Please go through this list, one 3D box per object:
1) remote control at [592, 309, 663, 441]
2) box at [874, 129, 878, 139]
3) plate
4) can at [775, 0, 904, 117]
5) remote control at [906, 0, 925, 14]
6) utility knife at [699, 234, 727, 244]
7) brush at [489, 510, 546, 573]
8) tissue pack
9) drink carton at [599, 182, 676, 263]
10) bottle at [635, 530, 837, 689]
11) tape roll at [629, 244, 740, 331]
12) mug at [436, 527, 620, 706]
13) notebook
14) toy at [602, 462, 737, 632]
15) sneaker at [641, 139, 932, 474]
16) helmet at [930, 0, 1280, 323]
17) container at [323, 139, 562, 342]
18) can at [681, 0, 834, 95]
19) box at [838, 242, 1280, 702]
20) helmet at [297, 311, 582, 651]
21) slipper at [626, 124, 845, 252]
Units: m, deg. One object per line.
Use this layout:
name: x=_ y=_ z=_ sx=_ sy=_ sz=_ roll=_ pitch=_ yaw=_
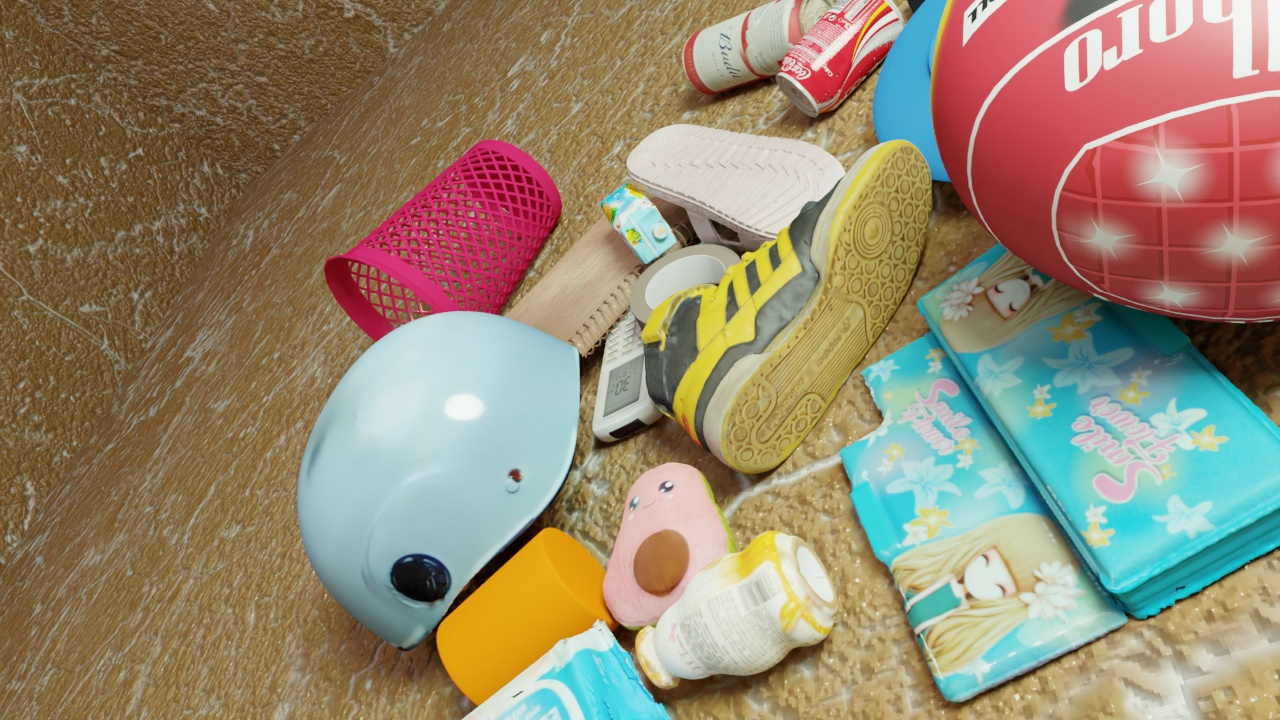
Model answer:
remote control: x=-0.004 y=0.004 z=0.748 sx=0.060 sy=0.025 sz=0.138 roll=-27 pitch=36 yaw=30
box: x=0.266 y=-0.194 z=0.637 sx=0.210 sy=0.044 sz=0.065 roll=-22 pitch=27 yaw=37
plate: x=0.248 y=-0.217 z=0.599 sx=0.225 sy=0.024 sz=0.223 roll=-28 pitch=45 yaw=31
can: x=0.173 y=-0.268 z=0.798 sx=0.105 sy=0.064 sz=0.064 roll=-45 pitch=31 yaw=4
remote control: x=0.253 y=-0.280 z=0.756 sx=0.041 sy=0.020 sz=0.151 roll=-31 pitch=36 yaw=25
utility knife: x=0.029 y=-0.068 z=0.801 sx=0.120 sy=0.015 sz=0.022 roll=-40 pitch=64 yaw=15
brush: x=-0.095 y=0.137 z=0.719 sx=0.048 sy=0.017 sz=0.126 roll=-37 pitch=33 yaw=18
tissue pack: x=-0.051 y=0.220 z=0.508 sx=0.144 sy=0.061 sz=0.093 roll=-42 pitch=51 yaw=8
drink carton: x=-0.004 y=-0.121 z=0.800 sx=0.038 sy=0.044 sz=0.129 roll=-36 pitch=23 yaw=4
bottle: x=0.049 y=0.139 z=0.494 sx=0.109 sy=0.063 sz=0.063 roll=-34 pitch=33 yaw=21
tape roll: x=0.040 y=-0.050 z=0.724 sx=0.094 sy=0.030 sz=0.093 roll=-16 pitch=41 yaw=15
mug: x=-0.061 y=0.181 z=0.586 sx=0.096 sy=0.077 sz=0.112 roll=-43 pitch=59 yaw=8
notebook: x=-0.035 y=-0.081 z=0.852 sx=0.210 sy=0.022 sz=0.169 roll=-49 pitch=28 yaw=-23
toy: x=0.017 y=0.113 z=0.575 sx=0.090 sy=0.051 sz=0.109 roll=-33 pitch=33 yaw=22
sneaker: x=0.093 y=-0.045 z=0.620 sx=0.238 sy=0.086 sz=0.122 roll=-56 pitch=36 yaw=-7
helmet: x=0.264 y=-0.126 z=0.390 sx=0.271 sy=0.198 sz=0.224 roll=-1 pitch=48 yaw=30
container: x=-0.199 y=-0.123 z=1.009 sx=0.184 sy=0.183 sz=0.225 roll=-4 pitch=44 yaw=49
can: x=0.117 y=-0.315 z=0.919 sx=0.170 sy=0.067 sz=0.067 roll=1 pitch=55 yaw=51
box: x=0.188 y=0.038 z=0.470 sx=0.182 sy=0.039 sz=0.226 roll=-37 pitch=33 yaw=18
helmet: x=-0.160 y=0.077 z=0.683 sx=0.266 sy=0.167 sz=0.225 roll=-57 pitch=13 yaw=16
slipper: x=0.083 y=-0.137 z=0.760 sx=0.094 sy=0.064 sz=0.239 roll=-45 pitch=43 yaw=-13
